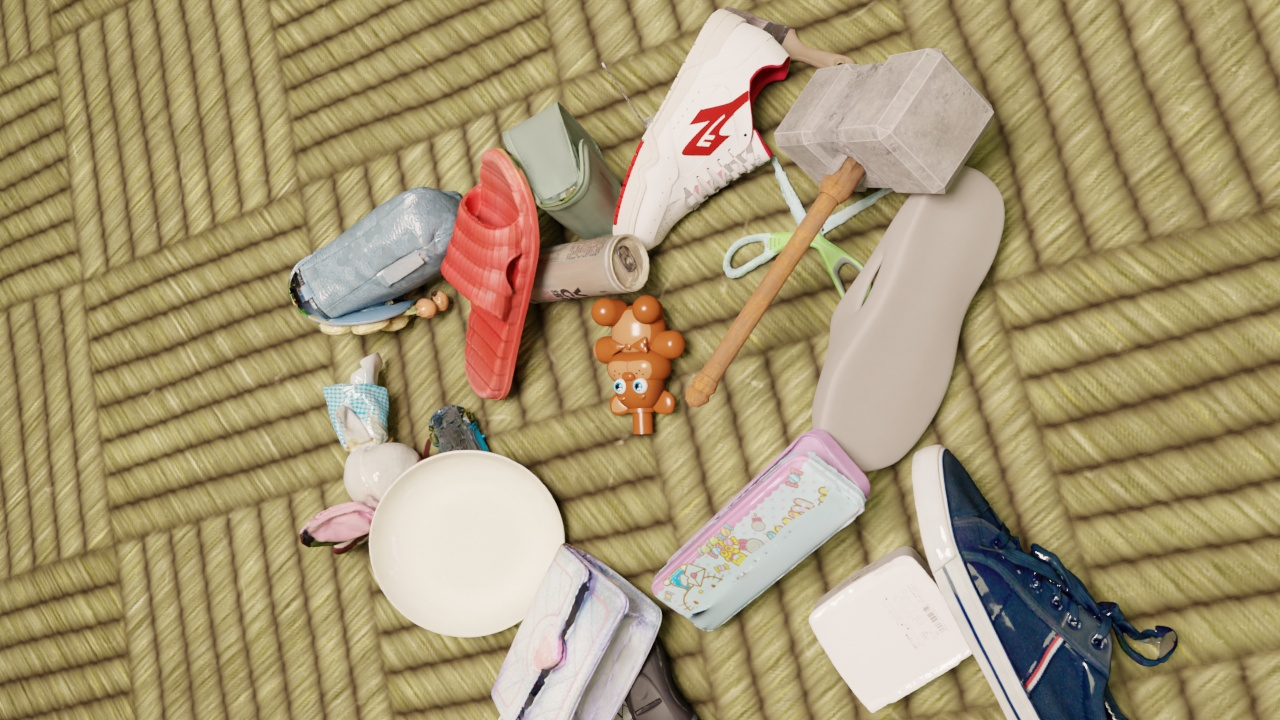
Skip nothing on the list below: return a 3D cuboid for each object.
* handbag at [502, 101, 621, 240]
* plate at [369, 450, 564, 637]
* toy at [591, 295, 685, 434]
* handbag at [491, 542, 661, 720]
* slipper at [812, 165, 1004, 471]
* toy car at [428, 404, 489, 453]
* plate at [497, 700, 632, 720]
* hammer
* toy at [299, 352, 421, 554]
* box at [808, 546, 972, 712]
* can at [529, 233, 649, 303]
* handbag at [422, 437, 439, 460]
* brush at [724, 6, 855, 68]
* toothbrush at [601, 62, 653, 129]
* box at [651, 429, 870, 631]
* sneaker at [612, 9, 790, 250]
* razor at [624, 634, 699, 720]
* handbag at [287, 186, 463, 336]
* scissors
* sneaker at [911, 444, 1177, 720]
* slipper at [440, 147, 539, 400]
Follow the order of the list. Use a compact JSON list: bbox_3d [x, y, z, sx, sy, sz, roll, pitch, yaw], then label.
[{"bbox_3d":[-0.064,-0.174,0.870,0.067,0.121,0.106,-27,73,12],"label":"handbag"},{"bbox_3d":[-0.164,0.172,0.879,0.182,0.034,0.182,-1,97,-5],"label":"plate"},{"bbox_3d":[-0.005,0.005,0.858,0.095,0.065,0.127,-4,87,28],"label":"toy"},{"bbox_3d":[-0.068,0.258,0.821,0.126,0.069,0.158,26,88,48],"label":"handbag"},{"bbox_3d":[0.215,-0.038,0.783,0.113,0.081,0.266,18,96,-23],"label":"slipper"},{"bbox_3d":[-0.173,0.094,0.918,0.048,0.032,0.105,-32,80,13],"label":"toy car"},{"bbox_3d":[-0.059,0.394,0.851,0.189,0.016,0.188,-2,83,18],"label":"plate"},{"bbox_3d":[0.129,-0.095,0.749,0.083,0.163,0.317,35,86,-24],"label":"hammer"},{"bbox_3d":[-0.268,0.092,0.931,0.105,0.131,0.205,2,72,-3],"label":"toy"},{"bbox_3d":[0.214,0.220,0.772,0.107,0.091,0.102,-38,81,16],"label":"box"},{"bbox_3d":[-0.059,-0.085,0.868,0.136,0.054,0.054,-2,82,41],"label":"can"},{"bbox_3d":[-0.203,0.136,0.930,0.055,0.029,0.119,-17,73,14],"label":"handbag"},{"bbox_3d":[0.134,-0.300,0.874,0.151,0.012,0.039,28,92,20],"label":"brush"},{"bbox_3d":[-0.006,-0.234,0.824,0.010,0.181,0.010,-31,80,9],"label":"toothbrush"},{"bbox_3d":[0.098,0.150,0.769,0.078,0.064,0.215,44,123,6],"label":"box"},{"bbox_3d":[0.065,-0.195,0.853,0.104,0.090,0.236,28,92,9],"label":"sneaker"},{"bbox_3d":[0.011,0.289,0.828,0.053,0.063,0.140,-33,59,13],"label":"razor"},{"bbox_3d":[-0.249,-0.091,0.930,0.192,0.121,0.118,-28,92,12],"label":"handbag"},{"bbox_3d":[0.156,-0.117,0.843,0.172,0.021,0.171,-30,70,15],"label":"scissors"},{"bbox_3d":[0.315,0.187,0.705,0.127,0.120,0.294,-31,77,26],"label":"sneaker"},{"bbox_3d":[-0.149,-0.073,0.858,0.103,0.059,0.249,37,127,45],"label":"slipper"}]
